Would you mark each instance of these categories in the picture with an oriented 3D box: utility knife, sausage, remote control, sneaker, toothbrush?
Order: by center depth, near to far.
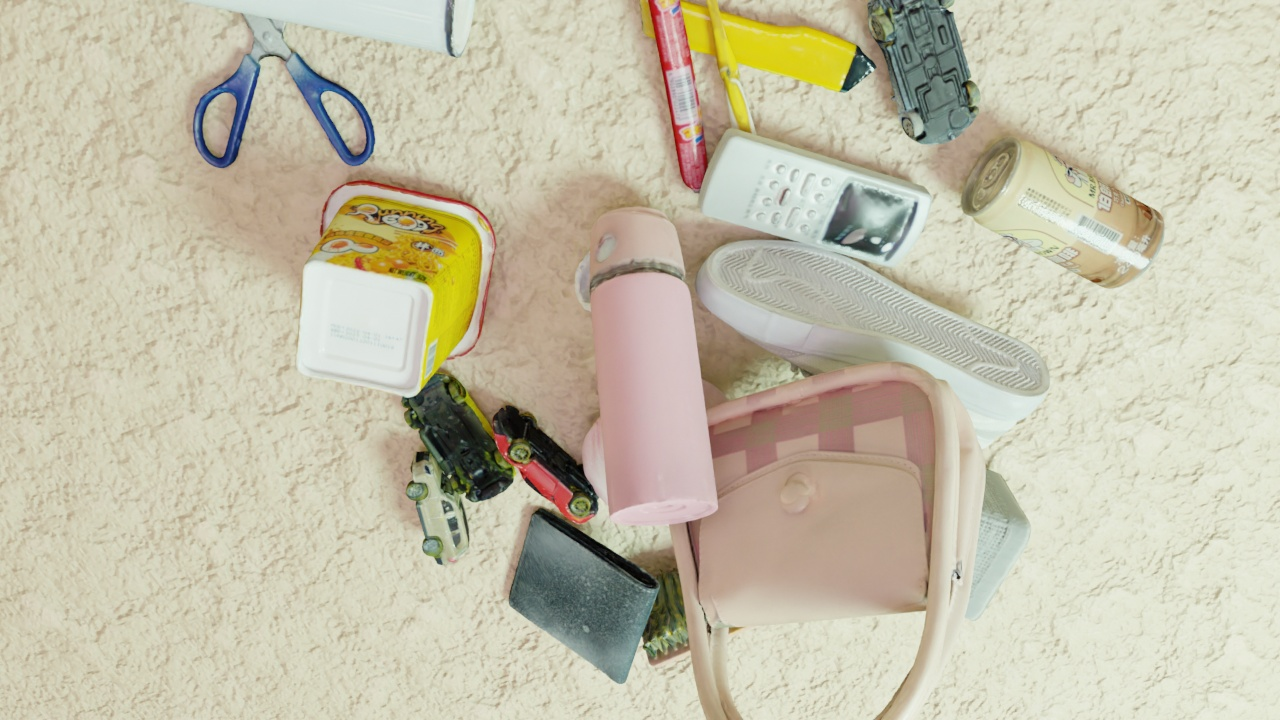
[{"bbox_3d":[0.056,-0.174,0.568,0.016,0.018,0.191,-11,124,14],"label":"toothbrush"},{"bbox_3d":[0.072,-0.199,0.571,0.153,0.015,0.033,14,123,-6],"label":"utility knife"},{"bbox_3d":[0.024,-0.173,0.571,0.020,0.020,0.156,-10,124,5],"label":"sausage"},{"bbox_3d":[0.115,-0.104,0.600,0.150,0.021,0.058,13,124,-12],"label":"remote control"},{"bbox_3d":[0.146,-0.004,0.628,0.242,0.089,0.091,22,135,-2],"label":"sneaker"}]

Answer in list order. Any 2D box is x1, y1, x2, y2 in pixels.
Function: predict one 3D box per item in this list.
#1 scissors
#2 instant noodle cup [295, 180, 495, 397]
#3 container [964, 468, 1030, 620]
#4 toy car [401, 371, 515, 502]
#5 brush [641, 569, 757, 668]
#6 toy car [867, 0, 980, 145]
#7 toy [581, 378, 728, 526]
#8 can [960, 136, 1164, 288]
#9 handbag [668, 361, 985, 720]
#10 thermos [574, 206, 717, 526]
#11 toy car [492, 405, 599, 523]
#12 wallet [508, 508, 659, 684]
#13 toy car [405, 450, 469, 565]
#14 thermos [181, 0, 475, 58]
[{"bbox_3d":[-0.233,-0.189,0.582,0.162,0.012,0.175,40,108,-15],"label":"scissors"},{"bbox_3d":[-0.161,-0.042,0.586,0.116,0.123,0.116,12,114,-5],"label":"instant noodle cup"},{"bbox_3d":[0.203,0.119,0.678,0.114,0.090,0.090,19,113,-5],"label":"container"},{"bbox_3d":[-0.133,0.055,0.681,0.048,0.032,0.105,-31,99,14],"label":"toy car"},{"bbox_3d":[0.067,0.189,0.728,0.146,0.063,0.073,-25,141,9],"label":"brush"},{"bbox_3d":[0.174,-0.185,0.567,0.049,0.031,0.105,-26,115,2],"label":"toy car"},{"bbox_3d":[0.033,0.080,0.682,0.121,0.054,0.159,-41,115,14],"label":"toy"},{"bbox_3d":[0.273,-0.095,0.594,0.116,0.058,0.059,24,112,-10],"label":"can"},{"bbox_3d":[0.102,0.124,0.537,0.194,0.233,0.093,-17,137,33],"label":"handbag"},{"bbox_3d":[-0.003,0.003,0.581,0.087,0.198,0.067,-25,152,37],"label":"thermos"},{"bbox_3d":[-0.072,0.077,0.681,0.031,0.049,0.106,-39,110,14],"label":"toy car"},{"bbox_3d":[-0.048,0.183,0.717,0.121,0.019,0.097,28,115,23],"label":"wallet"},{"bbox_3d":[-0.155,0.110,0.701,0.035,0.042,0.090,-13,115,-4],"label":"toy car"},{"bbox_3d":[-0.210,-0.232,0.525,0.224,0.073,0.073,10,114,-4],"label":"thermos"}]
